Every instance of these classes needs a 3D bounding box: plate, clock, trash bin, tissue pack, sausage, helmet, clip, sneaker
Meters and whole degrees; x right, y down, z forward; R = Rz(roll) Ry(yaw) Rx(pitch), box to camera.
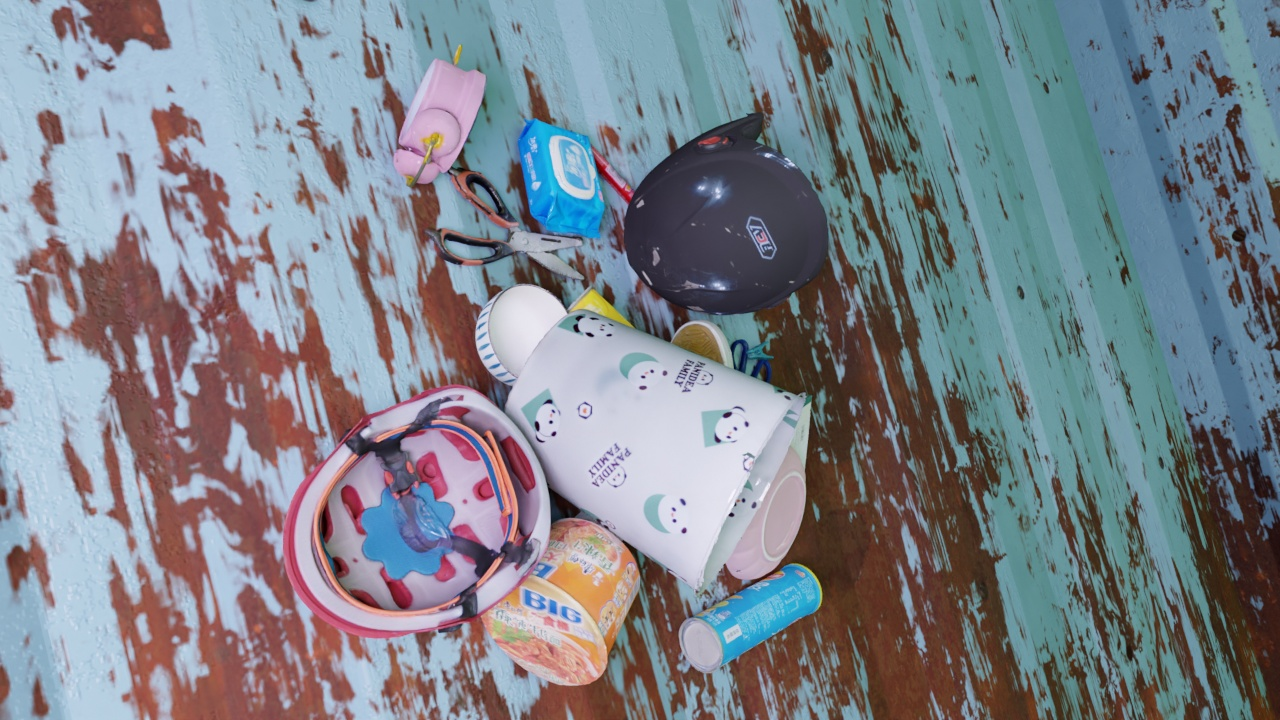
[{"bbox_3d":[0.174,0.200,1.209,0.191,0.039,0.192,-24,121,-50],"label":"plate"},{"bbox_3d":[-0.222,-0.255,0.997,0.059,0.117,0.158,22,60,-25],"label":"clock"},{"bbox_3d":[0.008,0.080,0.954,0.252,0.230,0.228,28,48,16],"label":"trash bin"},{"bbox_3d":[-0.095,-0.224,1.133,0.094,0.052,0.157,6,64,-44],"label":"tissue pack"},{"bbox_3d":[-0.042,-0.249,1.223,0.156,0.020,0.020,45,51,-23],"label":"sausage"},{"bbox_3d":[-0.210,0.153,0.863,0.239,0.144,0.207,-29,83,-24],"label":"helmet"},{"bbox_3d":[0.172,-0.012,1.332,0.055,0.013,0.037,-9,79,-48],"label":"clip"},{"bbox_3d":[0.091,0.056,1.189,0.087,0.118,0.241,-46,130,-61],"label":"sneaker"},{"bbox_3d":[0.110,-0.169,1.170,0.230,0.275,0.233,-33,109,-15],"label":"helmet"}]

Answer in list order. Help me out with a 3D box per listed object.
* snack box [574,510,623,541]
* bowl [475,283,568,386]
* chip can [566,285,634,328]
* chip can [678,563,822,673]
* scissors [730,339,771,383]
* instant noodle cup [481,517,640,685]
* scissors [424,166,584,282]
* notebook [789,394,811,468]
[{"bbox_3d":[-0.012,0.158,1.078,0.156,0.085,0.027,-42,107,-41],"label":"snack box"},{"bbox_3d":[-0.137,-0.022,1.033,0.116,0.066,0.116,14,68,-38],"label":"bowl"},{"bbox_3d":[-0.007,0.006,1.105,0.213,0.072,0.071,44,50,-6],"label":"chip can"},{"bbox_3d":[0.144,0.328,1.179,0.209,0.071,0.071,-13,86,-43],"label":"chip can"},{"bbox_3d":[0.150,0.052,1.308,0.144,0.012,0.170,5,74,-42],"label":"scissors"},{"bbox_3d":[-0.077,0.245,0.958,0.151,0.152,0.111,57,40,-13],"label":"instant noodle cup"},{"bbox_3d":[-0.158,-0.150,1.089,0.224,0.015,0.188,53,49,-16],"label":"scissors"},{"bbox_3d":[0.178,0.145,1.242,0.208,0.012,0.150,-25,123,-50],"label":"notebook"}]
